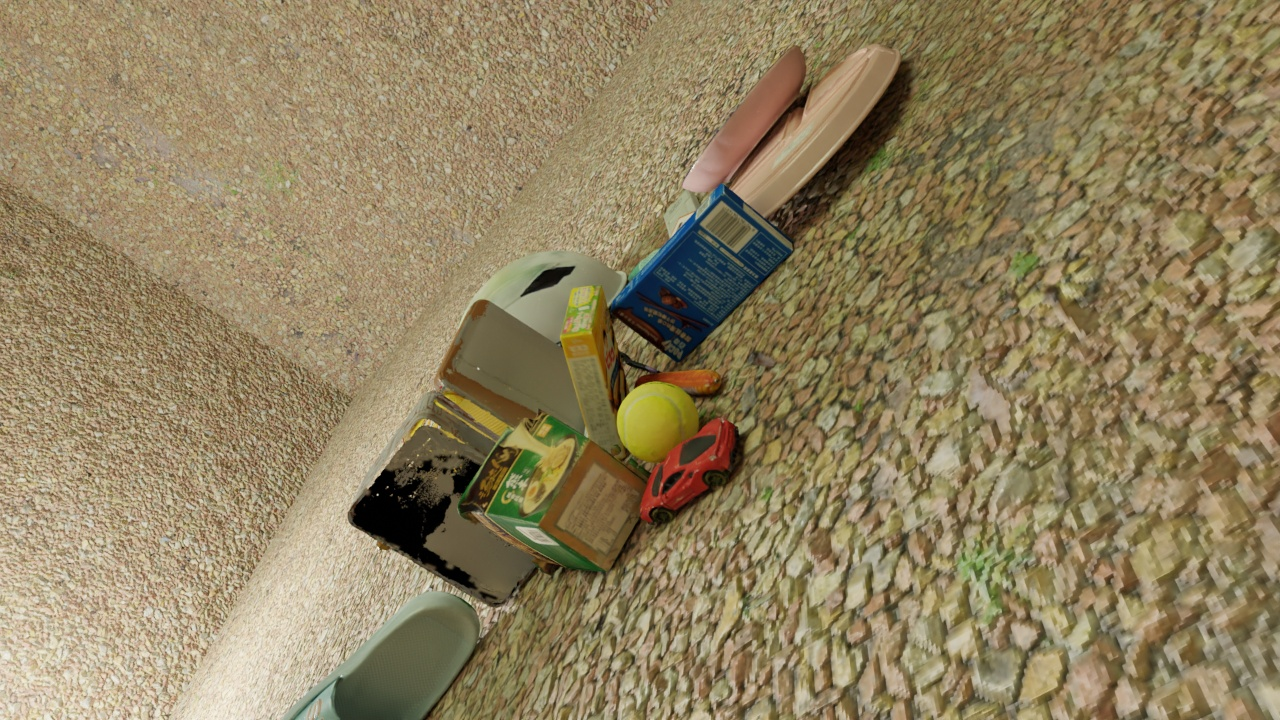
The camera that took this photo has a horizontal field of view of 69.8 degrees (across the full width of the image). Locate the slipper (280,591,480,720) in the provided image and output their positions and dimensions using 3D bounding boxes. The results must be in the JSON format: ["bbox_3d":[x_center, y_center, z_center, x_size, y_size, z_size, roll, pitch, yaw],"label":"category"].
[{"bbox_3d":[-0.242,0.319,0.848,0.245,0.104,0.074,-47,20,3],"label":"slipper"}]

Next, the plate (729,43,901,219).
[{"bbox_3d":[0.153,-0.212,0.874,0.230,0.028,0.229,-48,12,13],"label":"plate"}]

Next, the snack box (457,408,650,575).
[{"bbox_3d":[-0.061,0.113,0.753,0.106,0.118,0.117,5,60,58],"label":"snack box"}]

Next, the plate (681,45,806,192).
[{"bbox_3d":[0.121,-0.254,1.006,0.192,0.039,0.192,-50,0,-1],"label":"plate"}]

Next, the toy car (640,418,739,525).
[{"bbox_3d":[0.032,0.084,0.684,0.107,0.031,0.049,-43,20,37],"label":"toy car"}]

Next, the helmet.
[{"bbox_3d":[-0.150,-0.052,1.213,0.259,0.146,0.228,-50,18,14],"label":"helmet"}]

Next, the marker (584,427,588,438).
[{"bbox_3d":[-0.048,0.077,0.887,0.017,0.017,0.145,-41,30,36],"label":"marker"}]

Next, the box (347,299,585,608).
[{"bbox_3d":[-0.140,0.083,0.884,0.269,0.179,0.136,-61,17,-19],"label":"box"}]

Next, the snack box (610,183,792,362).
[{"bbox_3d":[0.053,-0.076,0.831,0.157,0.084,0.026,-45,20,27],"label":"snack box"}]

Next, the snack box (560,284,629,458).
[{"bbox_3d":[-0.038,0.012,0.841,0.034,0.140,0.086,-9,31,10],"label":"snack box"}]

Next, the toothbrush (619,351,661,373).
[{"bbox_3d":[-0.006,0.006,0.953,0.016,0.014,0.189,-63,18,-2],"label":"toothbrush"}]

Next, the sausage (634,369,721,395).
[{"bbox_3d":[0.030,0.021,0.818,0.021,0.021,0.165,-59,18,-14],"label":"sausage"}]

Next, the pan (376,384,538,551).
[{"bbox_3d":[-0.225,0.144,1.088,0.358,0.078,0.197,-30,34,30],"label":"pan"}]

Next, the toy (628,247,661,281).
[{"bbox_3d":[0.021,-0.100,1.056,0.097,0.030,0.091,-37,28,25],"label":"toy"}]

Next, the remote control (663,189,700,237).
[{"bbox_3d":[0.052,-0.173,1.116,0.049,0.024,0.124,-48,18,17],"label":"remote control"}]

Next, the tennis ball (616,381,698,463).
[{"bbox_3d":[0.014,0.049,0.733,0.066,0.065,0.065,-47,19,21],"label":"tennis ball"}]

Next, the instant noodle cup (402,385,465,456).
[{"bbox_3d":[-0.246,0.114,1.230,0.116,0.116,0.123,-50,30,11],"label":"instant noodle cup"}]

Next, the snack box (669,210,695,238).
[{"bbox_3d":[0.050,-0.103,0.969,0.075,0.026,0.153,-17,40,46],"label":"snack box"}]
